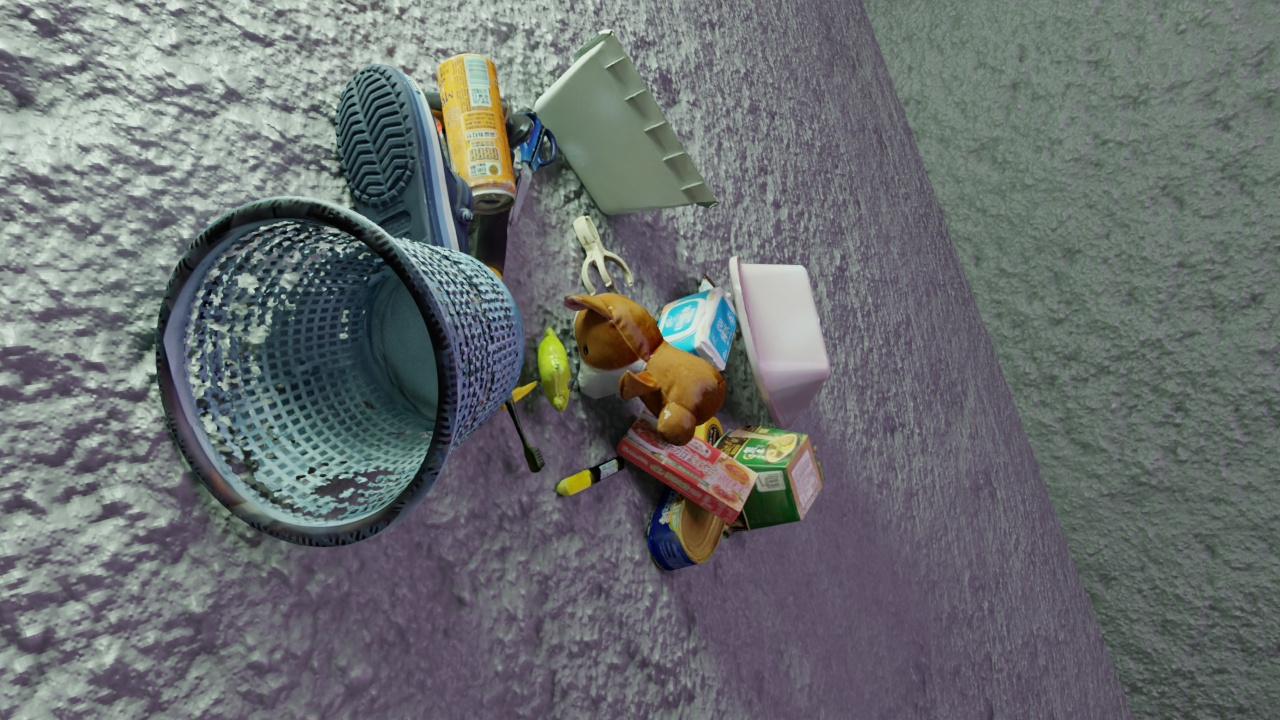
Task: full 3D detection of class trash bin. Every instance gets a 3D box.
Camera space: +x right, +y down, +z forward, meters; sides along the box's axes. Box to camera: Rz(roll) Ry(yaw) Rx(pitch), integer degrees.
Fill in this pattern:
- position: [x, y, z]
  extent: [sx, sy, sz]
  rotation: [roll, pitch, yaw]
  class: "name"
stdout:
- position: [-0.190, -0.002, 0.670]
  extent: [0.226, 0.227, 0.194]
  rotation: [68, 19, -1]
  class: "trash bin"

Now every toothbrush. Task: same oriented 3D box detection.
- position: [-0.128, 0.017, 0.852]
  extent: [0.017, 0.012, 0.186]
  rotation: [-30, 99, -62]
  class: "toothbrush"

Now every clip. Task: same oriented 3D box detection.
- position: [-0.053, -0.117, 1.084]
  extent: [0.101, 0.035, 0.096]
  rotation: [53, 33, -15]
  class: "clip"

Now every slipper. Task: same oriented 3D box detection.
- position: [-0.195, -0.147, 0.820]
  extent: [0.095, 0.105, 0.252]
  rotation: [-2, 73, -55]
  class: "slipper"

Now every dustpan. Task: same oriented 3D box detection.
- position: [-0.008, -0.290, 1.108]
  extent: [0.142, 0.258, 0.223]
  rotation: [-47, 113, -30]
  class: "dustpan"
- position: [0.157, -0.026, 1.271]
  extent: [0.138, 0.274, 0.222]
  rotation: [-5, 67, -15]
  class: "dustpan"

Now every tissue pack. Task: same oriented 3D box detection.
- position: [0.064, -0.032, 1.154]
  extent: [0.063, 0.090, 0.139]
  rotation: [56, 34, -28]
  class: "tissue pack"

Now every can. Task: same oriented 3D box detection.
- position: [0.057, 0.177, 1.057]
  extent: [0.074, 0.049, 0.147]
  rotation: [55, 34, -20]
  class: "can"
- position: [-0.159, -0.219, 0.889]
  extent: [0.058, 0.058, 0.146]
  rotation: [5, 71, -55]
  class: "can"

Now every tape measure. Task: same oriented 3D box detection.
- position: [0.080, 0.098, 1.156]
  extent: [0.057, 0.029, 0.060]
  rotation: [27, 66, -51]
  class: "tape measure"

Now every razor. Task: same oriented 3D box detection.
- position: [-0.187, -0.247, 0.953]
  extent: [0.167, 0.062, 0.067]
  rotation: [-4, 106, -51]
  class: "razor"

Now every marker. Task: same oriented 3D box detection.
- position: [-0.049, 0.121, 0.967]
  extent: [0.123, 0.015, 0.018]
  rotation: [-16, 85, -61]
  class: "marker"

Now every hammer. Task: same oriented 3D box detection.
- position: [-0.150, -0.085, 0.908]
  extent: [0.128, 0.033, 0.300]
  rotation: [31, 51, -46]
  class: "hammer"

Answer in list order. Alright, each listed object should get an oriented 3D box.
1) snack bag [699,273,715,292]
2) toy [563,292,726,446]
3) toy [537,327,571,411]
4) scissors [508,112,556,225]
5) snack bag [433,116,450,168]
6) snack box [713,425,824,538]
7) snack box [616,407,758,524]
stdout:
- position: [0.094, -0.077, 1.285]
  extent: [0.045, 0.026, 0.105]
  rotation: [46, 36, -26]
  class: "snack bag"
- position: [-0.006, 0.006, 0.998]
  extent: [0.199, 0.130, 0.140]
  rotation: [50, -2, 4]
  class: "toy"
- position: [-0.087, 0.008, 0.929]
  extent: [0.100, 0.031, 0.096]
  rotation: [95, -16, -76]
  class: "toy"
- position: [-0.137, -0.223, 1.043]
  extent: [0.105, 0.012, 0.174]
  rotation: [59, 34, -18]
  class: "scissors"
- position: [-0.201, -0.184, 0.895]
  extent: [0.048, 0.026, 0.104]
  rotation: [-31, 117, -53]
  class: "snack bag"
- position: [0.158, 0.146, 1.144]
  extent: [0.117, 0.106, 0.118]
  rotation: [-42, 119, -48]
  class: "snack box"
- position: [0.054, 0.116, 1.036]
  extent: [0.153, 0.026, 0.075]
  rotation: [32, 37, 7]
  class: "snack box"
